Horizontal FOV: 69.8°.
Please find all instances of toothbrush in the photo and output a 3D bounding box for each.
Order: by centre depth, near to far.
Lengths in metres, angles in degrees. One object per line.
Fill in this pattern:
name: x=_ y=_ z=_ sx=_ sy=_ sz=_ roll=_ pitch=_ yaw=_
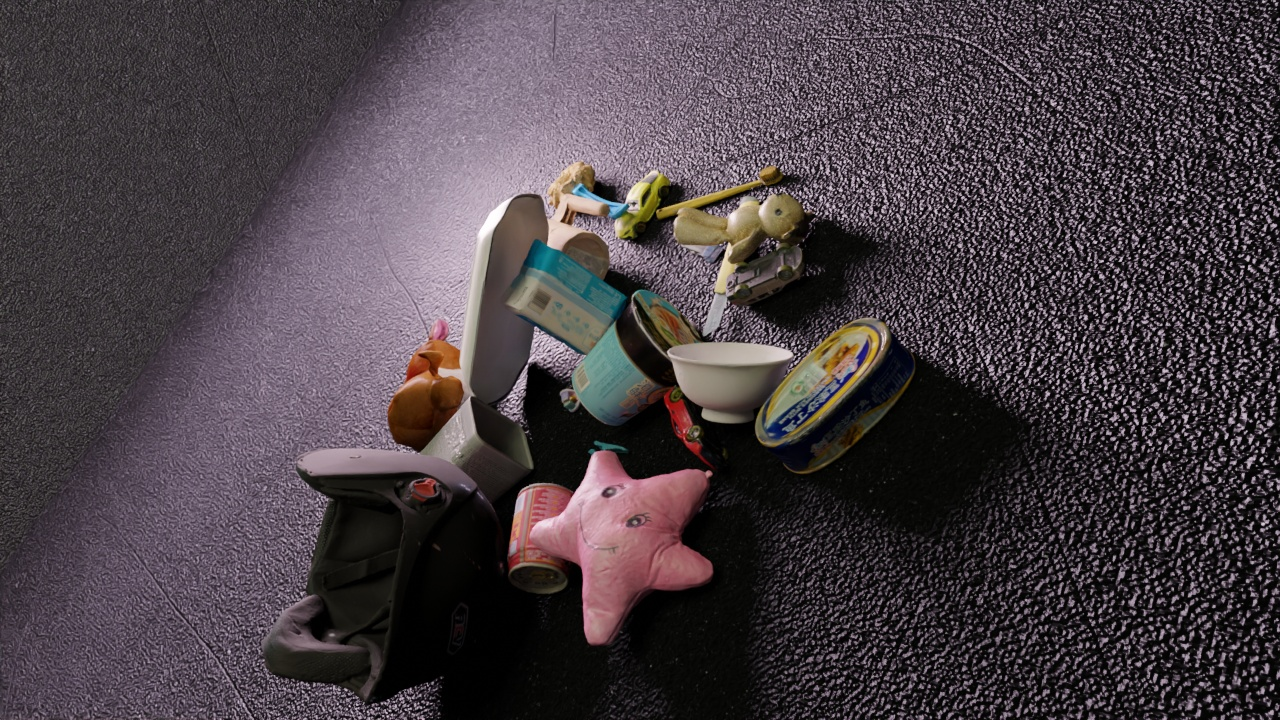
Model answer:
toothbrush: x=-0.014 y=0.005 z=1.045 sx=0.190 sy=0.029 sz=0.021 roll=-31 pitch=1 yaw=23
toothbrush: x=0.092 y=-0.204 z=1.125 sx=0.191 sy=0.016 sz=0.015 roll=-11 pitch=49 yaw=42

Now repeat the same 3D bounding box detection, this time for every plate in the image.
plate: x=-0.170 y=-0.075 z=1.119 sx=0.034 sy=0.161 sz=0.266 roll=16 pitch=107 yaw=16

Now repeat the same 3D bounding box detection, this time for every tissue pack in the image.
tissue pack: x=-0.090 y=-0.071 z=1.097 sx=0.090 sy=0.140 sz=0.063 roll=-61 pitch=23 yaw=-8

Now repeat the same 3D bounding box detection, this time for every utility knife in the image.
utility knife: x=0.101 y=-0.112 z=1.026 sx=0.031 sy=0.021 sz=0.206 roll=-10 pitch=44 yaw=40

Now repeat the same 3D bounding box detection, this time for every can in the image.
can: x=0.167 y=0.030 z=0.795 sx=0.148 sy=0.049 sz=0.074 roll=-45 pitch=35 yaw=6
can: x=-0.098 y=0.181 z=0.931 sx=0.067 sy=0.066 sz=0.093 roll=-26 pitch=41 yaw=30

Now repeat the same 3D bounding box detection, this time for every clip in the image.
clip: x=-0.036 y=0.100 z=0.984 sx=0.056 sy=0.014 sz=0.040 roll=10 pitch=65 yaw=52
clip: x=0.072 y=-0.132 z=1.081 sx=0.057 sy=0.033 sz=0.025 roll=25 pitch=79 yaw=47

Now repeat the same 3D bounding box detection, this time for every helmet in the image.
helmet: x=-0.244 y=0.210 z=0.926 sx=0.275 sy=0.229 sz=0.234 roll=35 pitch=115 yaw=50

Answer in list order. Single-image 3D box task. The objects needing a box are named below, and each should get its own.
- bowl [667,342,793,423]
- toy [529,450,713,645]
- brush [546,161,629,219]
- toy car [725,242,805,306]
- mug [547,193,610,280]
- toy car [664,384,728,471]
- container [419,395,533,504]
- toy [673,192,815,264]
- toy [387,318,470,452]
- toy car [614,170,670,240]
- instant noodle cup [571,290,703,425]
bowl: x=0.084 y=0.023 z=0.868 sx=0.118 sy=0.118 sz=0.065 roll=13 pitch=106 yaw=52
toy: x=-0.010 y=0.151 z=0.852 sx=0.178 sy=0.074 sz=0.194 roll=-35 pitch=44 yaw=-3
brush: x=-0.070 y=-0.231 z=1.290 sx=0.083 sy=0.046 sz=0.254 roll=-43 pitch=31 yaw=-4
toy car: x=0.132 y=-0.088 z=0.957 sx=0.091 sy=0.035 sz=0.042 roll=-25 pitch=43 yaw=30
mug: x=-0.092 y=-0.158 z=1.218 sx=0.104 sy=0.084 sz=0.124 roll=25 pitch=91 yaw=52
toy car: x=0.052 y=0.068 z=0.886 sx=0.031 sy=0.049 sz=0.106 roll=-42 pitch=36 yaw=12
container: x=-0.201 y=0.122 z=1.082 sx=0.114 sy=0.090 sz=0.090 roll=-44 pitch=35 yaw=13
toy: x=0.109 y=-0.150 z=1.002 sx=0.157 sy=0.066 sz=0.104 roll=3 pitch=33 yaw=32
toy: x=-0.259 y=0.039 z=1.200 sx=0.199 sy=0.130 sz=0.140 roll=-114 pitch=30 yaw=-64
toy car: x=-0.002 y=-0.206 z=1.218 sx=0.048 sy=0.032 sz=0.105 roll=16 pitch=72 yaw=52
instant noodle cup: x=-0.006 y=0.006 z=0.972 sx=0.121 sy=0.111 sz=0.111 roll=-43 pitch=34 yaw=25
